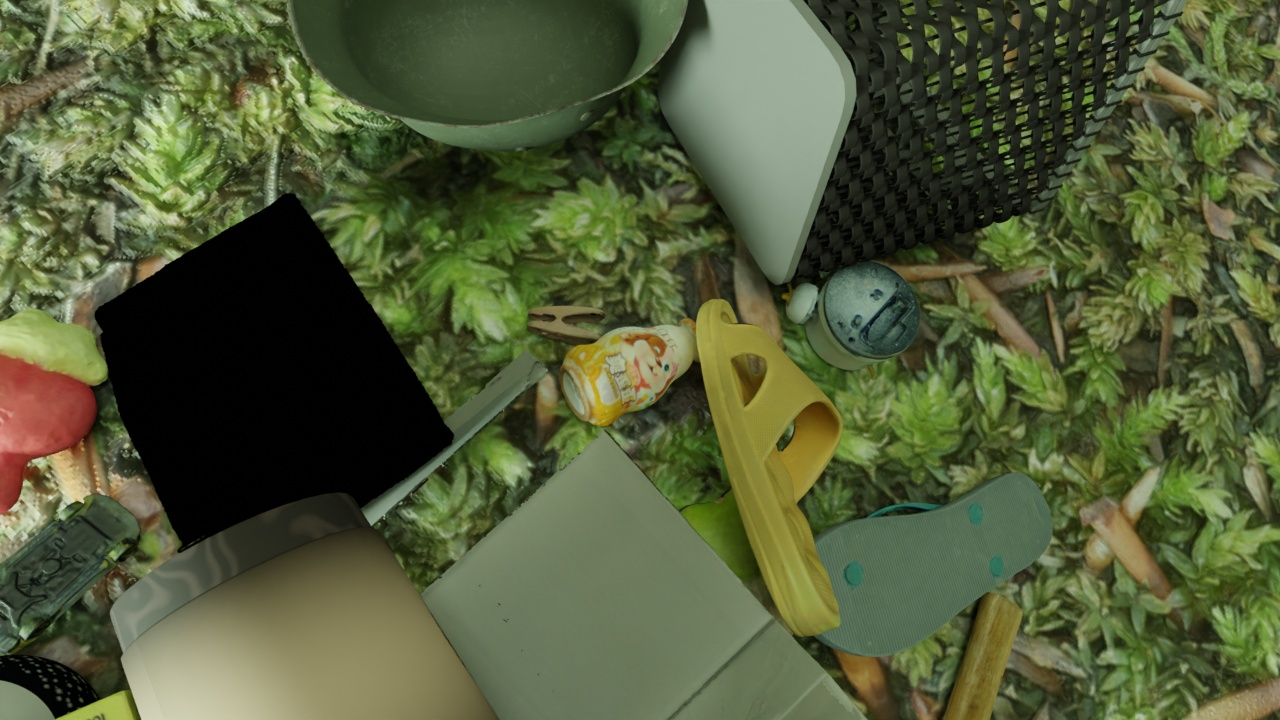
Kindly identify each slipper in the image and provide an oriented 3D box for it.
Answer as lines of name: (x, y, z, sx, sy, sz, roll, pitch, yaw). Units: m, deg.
slipper: (0.100, 0.054, 0.632, 0.078, 0.099, 0.263, -23, 54, 16)
slipper: (0.214, 0.157, 0.705, 0.268, 0.055, 0.098, -11, 79, -28)

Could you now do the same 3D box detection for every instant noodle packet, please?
instant noodle packet: (-0.252, 0.003, 0.601, 0.163, 0.084, 0.221, -35, 68, -6)

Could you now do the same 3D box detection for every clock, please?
clock: (0.168, -0.045, 0.744, 0.117, 0.057, 0.083, 45, 69, 2)

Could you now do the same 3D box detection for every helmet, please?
helmet: (-0.099, -0.247, 0.680, 0.268, 0.154, 0.227, -6, 80, 1)

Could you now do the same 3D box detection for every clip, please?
clip: (-0.057, -0.020, 0.700, 0.061, 0.025, 0.045, -1, 72, -7)

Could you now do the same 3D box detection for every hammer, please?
hammer: (0.211, 0.323, 0.659, 0.132, 0.033, 0.329, 29, 68, -3)

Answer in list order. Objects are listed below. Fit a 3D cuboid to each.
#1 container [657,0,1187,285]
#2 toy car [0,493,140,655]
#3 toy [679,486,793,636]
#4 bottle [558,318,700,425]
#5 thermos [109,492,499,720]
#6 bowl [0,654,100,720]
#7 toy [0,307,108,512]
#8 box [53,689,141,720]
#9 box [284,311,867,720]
container: (0.176, -0.230, 0.683, 0.243, 0.246, 0.247, -21, 64, -15)
toy car: (-0.364, 0.132, 0.571, 0.048, 0.033, 0.105, 37, 55, 3)
toy: (0.075, 0.152, 0.669, 0.092, 0.043, 0.117, -22, 82, -16)
bottle: (-0.004, 0.004, 0.683, 0.109, 0.063, 0.063, -25, 81, -22)
thermos: (-0.153, 0.197, 0.461, 0.172, 0.173, 0.226, -28, 78, -20)
bowl: (-0.376, 0.230, 0.520, 0.120, 0.066, 0.120, 4, 73, -13)
toy: (-0.399, 0.030, 0.586, 0.091, 0.045, 0.135, 17, 66, -12)
box: (-0.267, 0.288, 0.444, 0.124, 0.079, 0.221, -18, 78, -19)
box: (-0.002, 0.184, 0.539, 0.166, 0.108, 0.418, -42, 106, -7)
